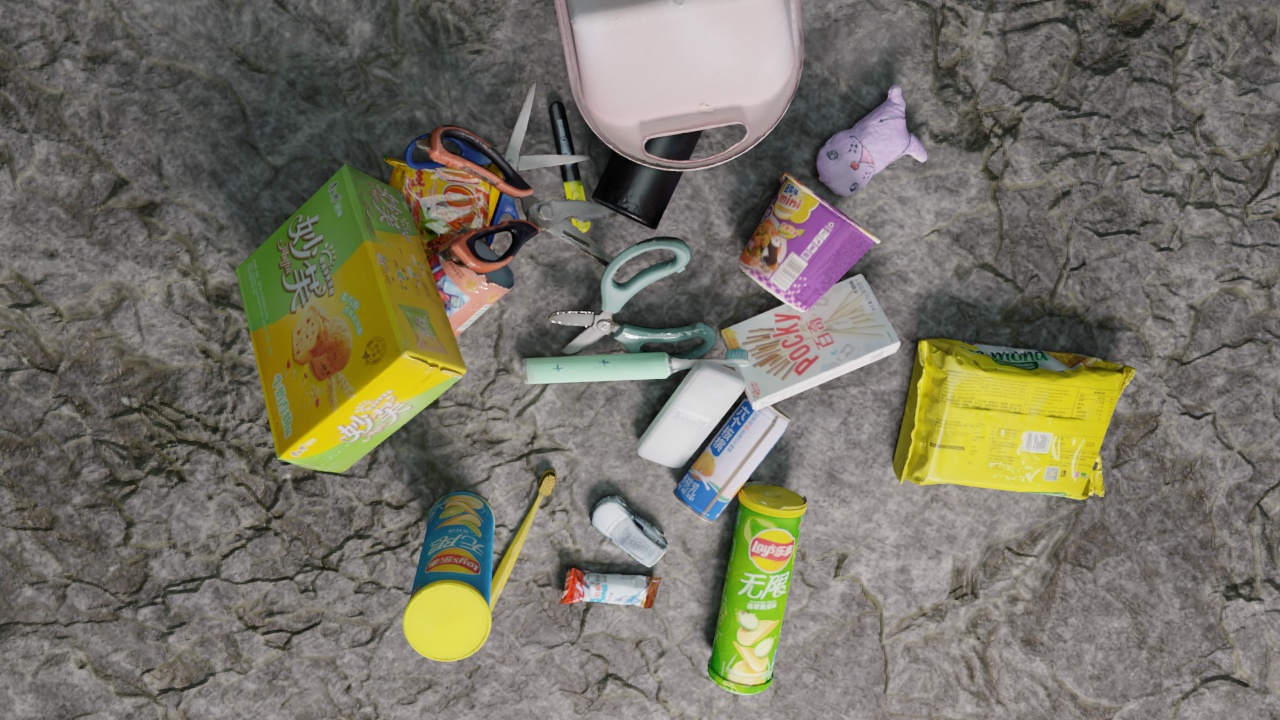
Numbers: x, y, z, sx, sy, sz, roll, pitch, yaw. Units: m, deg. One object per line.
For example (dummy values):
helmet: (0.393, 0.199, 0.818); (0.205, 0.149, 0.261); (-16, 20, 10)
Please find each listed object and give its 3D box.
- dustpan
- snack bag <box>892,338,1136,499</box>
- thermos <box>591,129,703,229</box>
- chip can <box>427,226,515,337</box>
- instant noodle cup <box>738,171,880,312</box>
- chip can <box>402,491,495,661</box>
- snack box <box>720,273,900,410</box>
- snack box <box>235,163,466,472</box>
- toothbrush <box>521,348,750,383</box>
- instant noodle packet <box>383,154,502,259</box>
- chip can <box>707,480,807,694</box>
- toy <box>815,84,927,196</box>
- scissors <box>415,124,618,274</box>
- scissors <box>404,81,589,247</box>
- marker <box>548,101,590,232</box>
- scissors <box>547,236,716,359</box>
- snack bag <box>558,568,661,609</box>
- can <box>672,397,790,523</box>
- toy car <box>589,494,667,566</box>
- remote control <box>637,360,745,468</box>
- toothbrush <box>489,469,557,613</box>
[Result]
dustpan: (0.028, -0.314, 0.800); (0.223, 0.139, 0.272); (-6, 63, 9)
snack bag: (0.390, 0.067, 0.964); (0.246, 0.068, 0.158); (6, 103, -10)
thermos: (0.046, -0.239, 0.844); (0.090, 0.068, 0.242); (24, 97, -34)
chip can: (-0.211, -0.026, 0.833); (0.215, 0.071, 0.071); (-39, 106, 19)
instant noodle cup: (0.154, -0.108, 0.876); (0.111, 0.111, 0.099); (32, 107, -13)
chip can: (-0.170, 0.190, 0.847); (0.071, 0.210, 0.071); (-2, 103, -7)
snack box: (0.167, -0.019, 0.913); (0.157, 0.027, 0.084); (-22, 67, -2)
snack box: (-0.250, -0.035, 0.773); (0.158, 0.210, 0.070); (-36, 150, 20)
toothbrush: (-0.005, 0.005, 0.899); (0.224, 0.026, 0.027); (-2, 63, 4)
instant noodle packet: (-0.186, -0.125, 0.856); (0.110, 0.044, 0.128); (4, 103, -13)
chip can: (0.121, 0.243, 0.969); (0.072, 0.072, 0.221); (7, 103, -9)
toy: (0.220, -0.203, 0.891); (0.108, 0.039, 0.084); (-35, 114, 1)
scissors: (-0.104, -0.132, 0.808); (0.015, 0.225, 0.189); (-21, 105, 43)
scissors: (-0.126, -0.169, 0.834); (0.172, 0.012, 0.162); (-8, 104, -23)
marker: (-0.067, -0.183, 0.871); (0.018, 0.015, 0.124); (-14, 103, -8)
scissors: (0.001, -0.056, 0.874); (0.170, 0.019, 0.181); (6, 133, -11)
snack bag: (-0.032, 0.243, 0.973); (0.104, 0.026, 0.048); (10, 114, -9)
can: (0.094, 0.098, 0.940); (0.053, 0.053, 0.134); (35, 97, -14)
toy car: (-0.012, 0.179, 0.957); (0.090, 0.034, 0.043); (42, 99, -13)
remote control: (0.049, 0.055, 0.912); (0.056, 0.020, 0.136); (21, 126, -18)
toothbrush: (-0.131, 0.198, 0.954); (0.015, 0.016, 0.190); (24, 99, -12)
